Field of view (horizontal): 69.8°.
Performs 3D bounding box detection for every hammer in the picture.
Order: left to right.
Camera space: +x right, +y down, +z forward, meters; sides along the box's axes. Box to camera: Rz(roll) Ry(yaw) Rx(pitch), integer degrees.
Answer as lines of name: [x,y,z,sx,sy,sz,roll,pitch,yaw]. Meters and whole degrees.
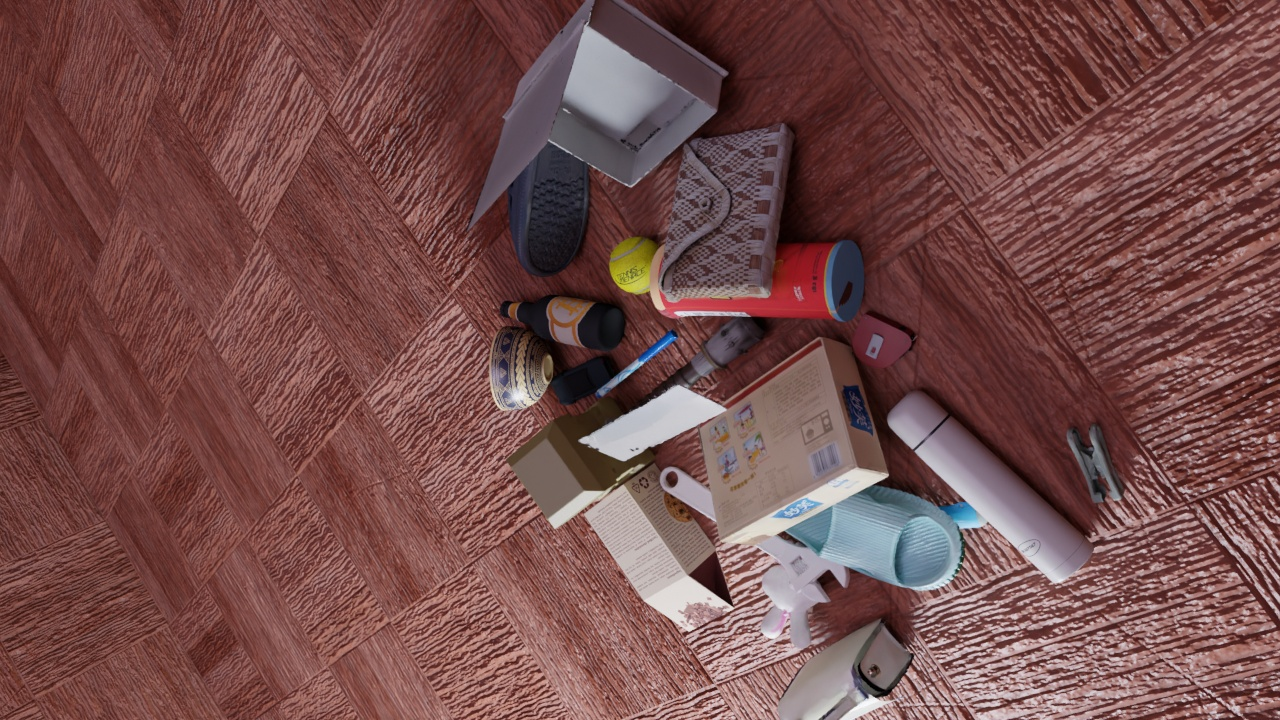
hammer: [0.016,0.050,1.080,0.326,0.189,0.100,-40,82,24]

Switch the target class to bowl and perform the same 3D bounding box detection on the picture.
bowl: [-0.151,0.010,1.215,0.061,0.112,0.112,0,110,13]

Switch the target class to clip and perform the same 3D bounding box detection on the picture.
clip: [0.422,0.095,0.852,0.043,0.023,0.076,-18,99,40]

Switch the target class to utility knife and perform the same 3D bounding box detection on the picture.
utility knife: [0.281,0.171,0.998,0.207,0.015,0.031,-11,99,40]

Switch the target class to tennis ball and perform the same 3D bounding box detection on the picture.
tennis ball: [-0.003,-0.111,1.068,0.065,0.065,0.065,16,118,33]

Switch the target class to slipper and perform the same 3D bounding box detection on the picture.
slipper: [-0.122,-0.230,1.085,0.083,0.110,0.269,24,118,32]
slipper: [0.214,0.176,1.005,0.276,0.069,0.116,21,121,37]

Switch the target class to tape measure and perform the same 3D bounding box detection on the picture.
tape measure: [0.248,-0.016,0.942,0.059,0.019,0.051,29,124,25]

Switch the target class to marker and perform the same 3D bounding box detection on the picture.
marker: [-0.007,0.007,1.137,0.142,0.013,0.013,-39,83,29]

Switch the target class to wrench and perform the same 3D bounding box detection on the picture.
wrench: [0.130,0.203,1.112,0.273,0.018,0.066,30,97,31]

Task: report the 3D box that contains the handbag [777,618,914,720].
handbag: [0.219,0.387,1.032,0.074,0.175,0.152,49,130,9]

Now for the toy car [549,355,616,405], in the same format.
toy car: [-0.077,0.027,1.205,0.112,0.034,0.046,-24,93,42]

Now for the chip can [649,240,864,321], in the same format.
chip can: [0.119,-0.085,0.970,0.214,0.086,0.087,4,111,36]

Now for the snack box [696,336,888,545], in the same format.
snack box: [0.155,0.092,0.989,0.208,0.055,0.153,-39,48,41]

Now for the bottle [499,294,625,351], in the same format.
bottle: [-0.108,-0.054,1.178,0.182,0.059,0.059,12,115,34]

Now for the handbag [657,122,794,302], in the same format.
handbag: [0.085,-0.151,0.936,0.124,0.047,0.185,1,73,35]

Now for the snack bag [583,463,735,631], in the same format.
snack bag: [0.031,0.251,1.192,0.206,0.069,0.095,54,131,6]

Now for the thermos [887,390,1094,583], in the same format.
thermos: [0.340,0.119,0.906,0.224,0.052,0.052,45,130,14]

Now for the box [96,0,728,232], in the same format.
box: [-0.169,-0.249,0.828,0.167,0.526,0.234,-33,84,49]

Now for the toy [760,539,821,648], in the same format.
toy: [0.181,0.277,1.104,0.076,0.037,0.125,4,89,40]
